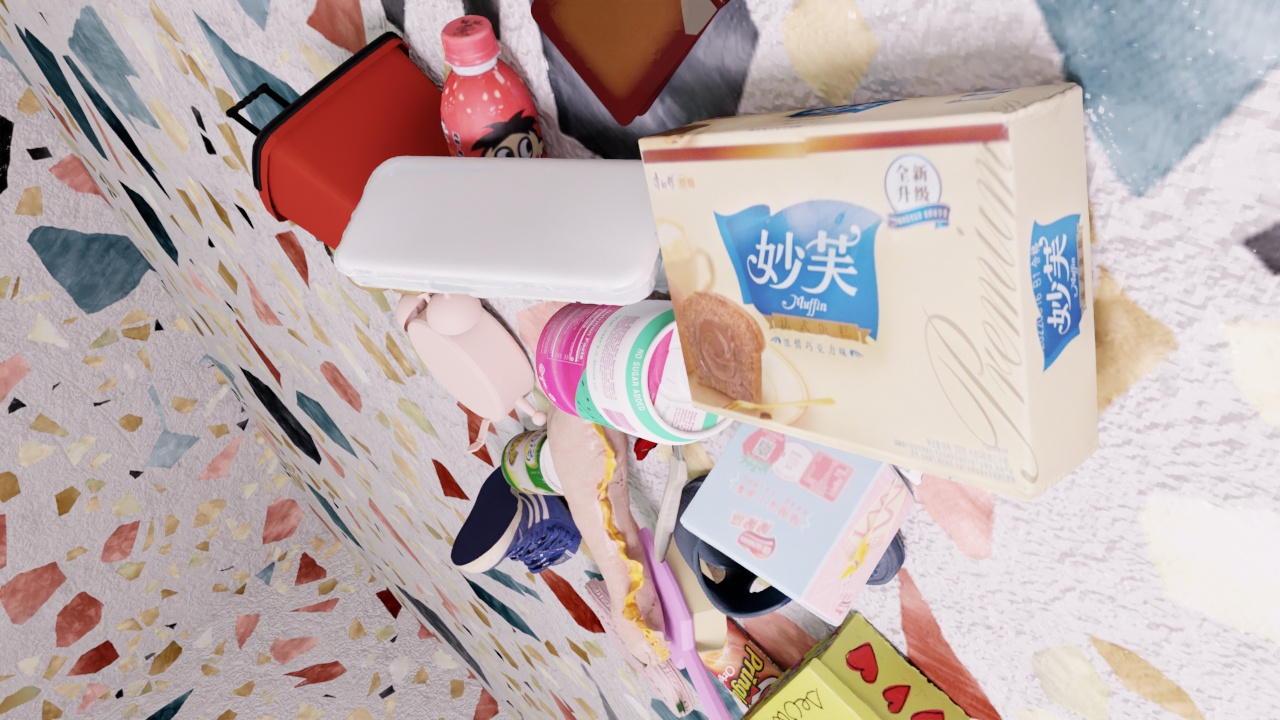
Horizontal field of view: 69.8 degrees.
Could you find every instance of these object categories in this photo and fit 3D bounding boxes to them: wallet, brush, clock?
[{"bbox_3d":[-0.009,-0.186,0.473,0.091,0.018,0.116,51,150,-1],"label":"wallet"},{"bbox_3d":[0.052,0.244,0.804,0.228,0.043,0.089,-120,25,-45],"label":"brush"},{"bbox_3d":[-0.175,0.002,0.900,0.131,0.086,0.160,6,129,55],"label":"clock"}]

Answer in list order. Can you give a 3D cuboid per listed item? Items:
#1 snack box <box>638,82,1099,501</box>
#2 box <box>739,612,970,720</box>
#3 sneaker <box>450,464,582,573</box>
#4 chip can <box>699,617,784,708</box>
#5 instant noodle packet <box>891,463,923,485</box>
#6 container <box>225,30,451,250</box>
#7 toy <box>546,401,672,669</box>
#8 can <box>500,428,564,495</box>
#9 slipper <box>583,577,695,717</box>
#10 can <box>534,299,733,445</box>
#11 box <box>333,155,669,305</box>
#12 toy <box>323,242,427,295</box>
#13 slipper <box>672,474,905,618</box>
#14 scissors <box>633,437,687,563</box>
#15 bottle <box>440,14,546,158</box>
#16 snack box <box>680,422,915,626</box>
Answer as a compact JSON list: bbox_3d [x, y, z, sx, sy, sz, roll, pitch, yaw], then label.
[{"bbox_3d":[0.094,-0.037,0.423,0.208,0.055,0.153,13,122,51],"label":"snack box"},{"bbox_3d":[0.152,0.312,0.749,0.124,0.082,0.222,43,141,14],"label":"box"},{"bbox_3d":[-0.126,0.201,0.998,0.118,0.091,0.233,53,-173,-15],"label":"sneaker"},{"bbox_3d":[0.095,0.297,0.902,0.215,0.051,0.052,41,153,17],"label":"chip can"},{"bbox_3d":[0.138,0.012,0.487,0.087,0.026,0.134,42,153,15],"label":"instant noodle packet"},{"bbox_3d":[-0.224,-0.168,0.682,0.201,0.147,0.127,40,155,0],"label":"container"},{"bbox_3d":[-0.025,0.136,0.785,0.196,0.065,0.264,122,131,-74],"label":"toy"},{"bbox_3d":[-0.089,0.101,0.913,0.067,0.067,0.121,55,154,-11],"label":"can"},{"bbox_3d":[0.006,0.308,1.044,0.239,0.064,0.094,30,147,60],"label":"slipper"},{"bbox_3d":[-0.004,0.004,0.609,0.088,0.088,0.166,59,159,-18],"label":"can"},{"bbox_3d":[-0.071,-0.063,0.553,0.211,0.105,0.130,3,138,26],"label":"box"},{"bbox_3d":[-0.242,-0.115,0.855,0.176,0.096,0.112,23,142,61],"label":"toy"},{"bbox_3d":[0.081,0.144,0.690,0.101,0.082,0.264,56,153,-7],"label":"slipper"},{"bbox_3d":[0.022,0.079,0.724,0.196,0.015,0.179,-162,71,-74],"label":"scissors"},{"bbox_3d":[-0.097,-0.153,0.598,0.062,0.061,0.138,33,150,31],"label":"bottle"},{"bbox_3d":[0.097,0.092,0.559,0.093,0.094,0.079,28,171,37],"label":"snack box"}]
